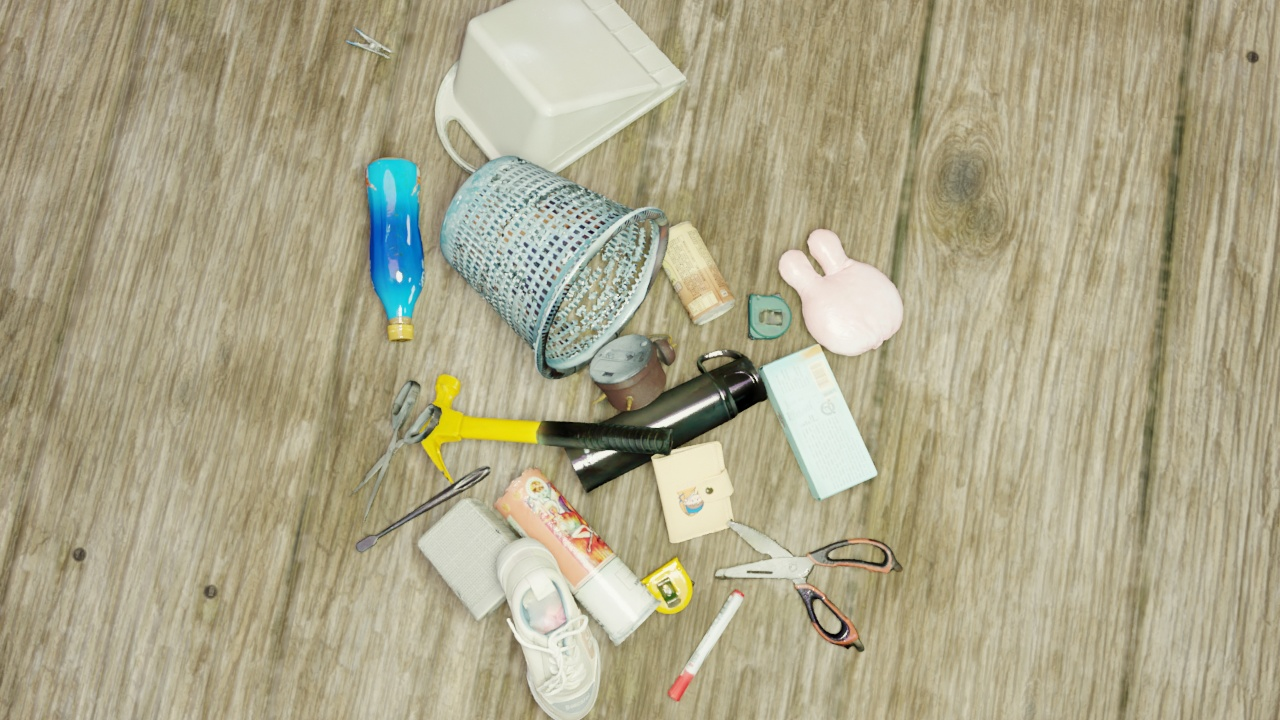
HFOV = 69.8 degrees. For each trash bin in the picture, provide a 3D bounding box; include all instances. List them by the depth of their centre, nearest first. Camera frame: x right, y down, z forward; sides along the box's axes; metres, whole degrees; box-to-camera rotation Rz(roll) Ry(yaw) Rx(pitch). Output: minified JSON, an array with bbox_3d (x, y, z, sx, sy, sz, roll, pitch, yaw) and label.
[{"bbox_3d":[-0.110,-0.124,1.047,0.195,0.226,0.226,37,83,16],"label":"trash bin"}]

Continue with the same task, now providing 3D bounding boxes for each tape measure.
[{"bbox_3d":[0.033,0.268,1.079,0.060,0.029,0.057,-33,85,-4],"label":"tape measure"},{"bbox_3d":[0.157,-0.054,1.123,0.054,0.025,0.058,0,84,0],"label":"tape measure"}]

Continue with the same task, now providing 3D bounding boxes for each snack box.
[{"bbox_3d":[0.209,0.073,1.094,0.074,0.051,0.175,-23,83,-2],"label":"snack box"}]

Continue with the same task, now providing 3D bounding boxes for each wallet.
[{"bbox_3d":[0.066,0.153,1.074,0.087,0.024,0.115,-15,109,-7],"label":"wallet"}]

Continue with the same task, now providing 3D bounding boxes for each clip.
[{"bbox_3d":[-0.340,-0.399,1.160,0.058,0.026,0.043,28,98,-5],"label":"clip"}]

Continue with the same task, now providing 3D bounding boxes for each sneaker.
[{"bbox_3d":[-0.086,0.309,0.995,0.089,0.091,0.242,-24,116,-19],"label":"sneaker"}]

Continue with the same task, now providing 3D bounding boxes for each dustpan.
[{"bbox_3d":[-0.122,-0.340,1.149,0.257,0.143,0.222,-30,74,-33],"label":"dustpan"}]

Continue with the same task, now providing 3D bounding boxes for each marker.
[{"bbox_3d":[0.078,0.334,1.077,0.017,0.017,0.145,34,84,3],"label":"marker"}]

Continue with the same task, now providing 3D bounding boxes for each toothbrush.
[{"bbox_3d":[-0.257,0.177,1.095,0.181,0.018,0.015,-32,79,-6],"label":"toothbrush"}]

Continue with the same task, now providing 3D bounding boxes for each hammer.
[{"bbox_3d":[-0.112,0.083,1.047,0.301,0.033,0.128,2,61,13],"label":"hammer"}]

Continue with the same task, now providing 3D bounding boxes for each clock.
[{"bbox_3d":[-0.006,0.006,1.081,0.121,0.082,0.055,-53,131,-31],"label":"clock"}]

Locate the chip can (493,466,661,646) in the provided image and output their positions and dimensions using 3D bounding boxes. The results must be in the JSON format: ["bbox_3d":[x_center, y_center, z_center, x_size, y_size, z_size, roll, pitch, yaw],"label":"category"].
[{"bbox_3d":[-0.075,0.222,1.055,0.071,0.071,0.214,-43,81,-6],"label":"chip can"}]

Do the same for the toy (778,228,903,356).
[{"bbox_3d":[0.243,-0.082,1.112,0.121,0.054,0.159,-35,85,-12],"label":"toy"}]

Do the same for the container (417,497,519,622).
[{"bbox_3d":[-0.185,0.224,1.054,0.090,0.090,0.114,-43,82,-6],"label":"container"}]

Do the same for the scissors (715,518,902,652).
[{"bbox_3d":[0.202,0.252,1.084,0.189,0.015,0.227,-36,89,-6],"label":"scissors"}]

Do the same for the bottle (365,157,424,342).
[{"bbox_3d":[-0.295,-0.132,1.106,0.065,0.065,0.218,-4,83,-1],"label":"bottle"}]

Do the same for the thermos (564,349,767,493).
[{"bbox_3d":[0.026,0.066,1.093,0.242,0.068,0.090,-26,52,-6],"label":"thermos"}]

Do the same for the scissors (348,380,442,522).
[{"bbox_3d":[-0.286,0.101,1.073,0.014,0.160,0.180,29,55,-37],"label":"scissors"}]

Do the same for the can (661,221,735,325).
[{"bbox_3d":[0.064,-0.105,1.111,0.058,0.058,0.116,-27,84,-4],"label":"can"}]
